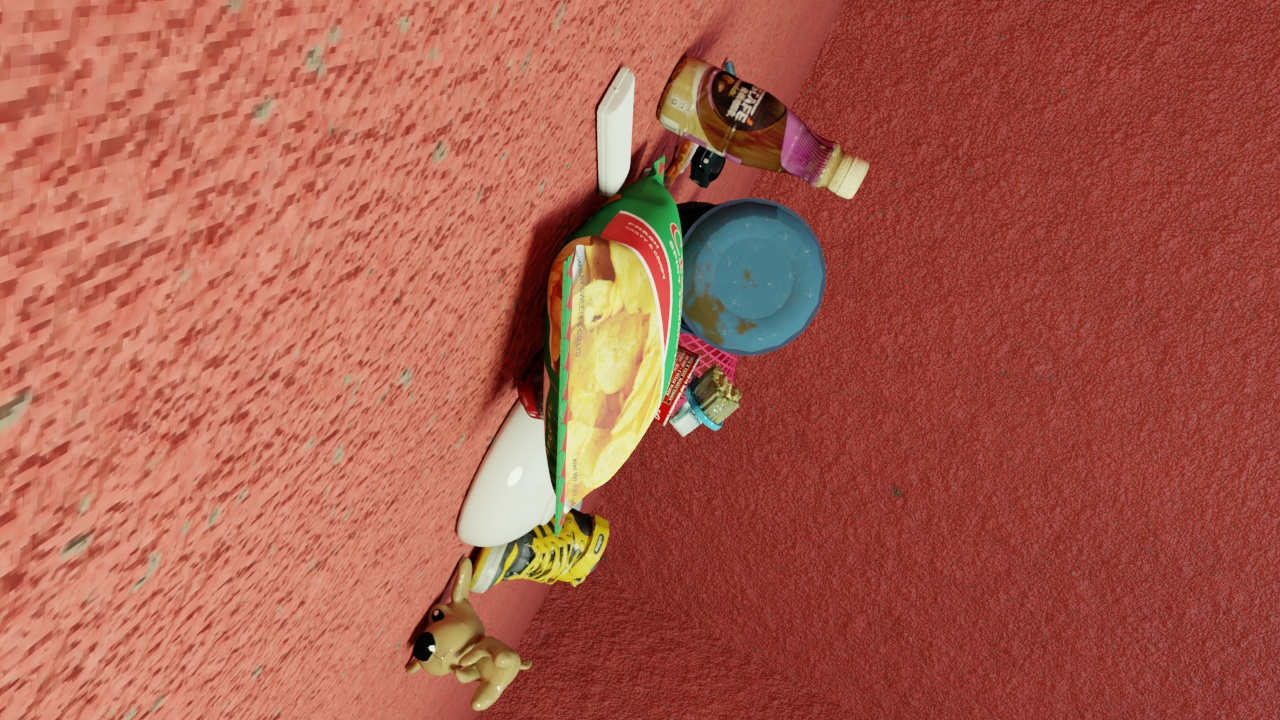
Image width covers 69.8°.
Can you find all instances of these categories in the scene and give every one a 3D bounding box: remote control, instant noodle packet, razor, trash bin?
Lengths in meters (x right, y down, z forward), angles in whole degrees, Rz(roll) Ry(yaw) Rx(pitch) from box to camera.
[{"bbox_3d":[-0.016,-0.143,0.595,0.033,0.012,0.131,-62,176,-11],"label":"remote control"},{"bbox_3d":[-0.018,-0.024,0.669,0.252,0.090,0.196,-61,158,-60],"label":"instant noodle packet"},{"bbox_3d":[0.093,-0.291,0.998,0.144,0.022,0.043,-64,141,-81],"label":"razor"},{"bbox_3d":[0.074,-0.081,0.850,0.139,0.139,0.249,-63,-170,3],"label":"trash bin"}]

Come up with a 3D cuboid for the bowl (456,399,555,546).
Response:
[{"bbox_3d":[-0.093,0.096,0.828,0.176,0.066,0.177,-62,176,-7],"label":"bowl"}]

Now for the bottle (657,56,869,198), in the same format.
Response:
[{"bbox_3d":[0.097,-0.176,0.717,0.059,0.166,0.060,-62,176,-8],"label":"bottle"}]

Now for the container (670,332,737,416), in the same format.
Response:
[{"bbox_3d":[0.072,-0.066,1.252,0.182,0.183,0.226,-57,166,-53],"label":"container"}]

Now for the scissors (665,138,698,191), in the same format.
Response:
[{"bbox_3d":[0.038,-0.199,0.943,0.126,0.011,0.127,-59,178,26],"label":"scissors"}]

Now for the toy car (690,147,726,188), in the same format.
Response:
[{"bbox_3d":[0.084,-0.239,1.110,0.046,0.034,0.112,-62,176,-2],"label":"toy car"}]

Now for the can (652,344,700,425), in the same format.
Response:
[{"bbox_3d":[-0.006,0.006,0.991,0.086,0.116,0.087,-62,176,-7],"label":"can"}]

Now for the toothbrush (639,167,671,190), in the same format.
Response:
[{"bbox_3d":[-0.022,-0.080,0.857,0.027,0.026,0.223,-25,149,-44],"label":"toothbrush"}]

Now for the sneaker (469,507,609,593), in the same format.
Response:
[{"bbox_3d":[-0.112,0.222,1.054,0.086,0.122,0.238,-65,177,15],"label":"sneaker"}]

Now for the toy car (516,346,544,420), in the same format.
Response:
[{"bbox_3d":[-0.067,0.008,0.735,0.091,0.036,0.042,-57,144,-43],"label":"toy car"}]

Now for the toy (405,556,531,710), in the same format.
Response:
[{"bbox_3d":[-0.167,0.276,0.882,0.134,0.108,0.105,-63,160,7],"label":"toy"}]

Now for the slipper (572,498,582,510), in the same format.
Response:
[{"bbox_3d":[-0.107,0.143,1.209,0.098,0.055,0.269,-53,159,-55],"label":"slipper"}]

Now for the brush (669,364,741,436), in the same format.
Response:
[{"bbox_3d":[0.067,0.051,1.001,0.075,0.055,0.135,-41,180,11],"label":"brush"}]
